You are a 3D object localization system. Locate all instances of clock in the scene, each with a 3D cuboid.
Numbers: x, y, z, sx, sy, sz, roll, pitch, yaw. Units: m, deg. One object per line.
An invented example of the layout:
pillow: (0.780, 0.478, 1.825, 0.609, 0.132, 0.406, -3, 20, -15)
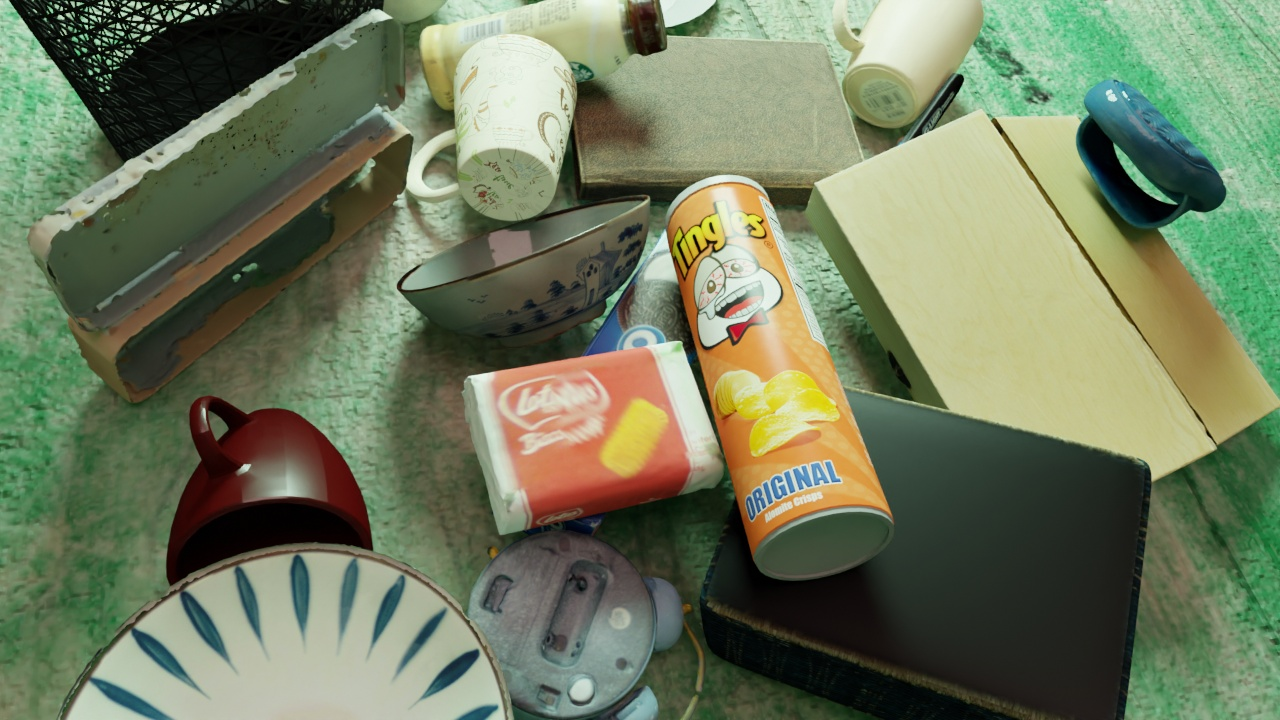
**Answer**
clock: (-0.027, 0.137, 0.445, 0.124, 0.052, 0.088, 21, 55, 0)

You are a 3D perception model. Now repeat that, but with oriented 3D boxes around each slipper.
slipper: (0.323, -0.133, 0.600, 0.213, 0.059, 0.103, -4, 57, -55)

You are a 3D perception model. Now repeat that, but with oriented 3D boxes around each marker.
marker: (0.204, -0.163, 0.676, 0.015, 0.018, 0.123, 27, 77, 42)

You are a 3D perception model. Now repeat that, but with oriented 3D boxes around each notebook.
notebook: (0.057, -0.158, 0.657, 0.215, 0.035, 0.189, -2, 60, -13)

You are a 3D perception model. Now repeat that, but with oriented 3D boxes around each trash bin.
trash bin: (-0.236, -0.217, 0.499, 0.217, 0.244, 0.216, 5, 62, -9)

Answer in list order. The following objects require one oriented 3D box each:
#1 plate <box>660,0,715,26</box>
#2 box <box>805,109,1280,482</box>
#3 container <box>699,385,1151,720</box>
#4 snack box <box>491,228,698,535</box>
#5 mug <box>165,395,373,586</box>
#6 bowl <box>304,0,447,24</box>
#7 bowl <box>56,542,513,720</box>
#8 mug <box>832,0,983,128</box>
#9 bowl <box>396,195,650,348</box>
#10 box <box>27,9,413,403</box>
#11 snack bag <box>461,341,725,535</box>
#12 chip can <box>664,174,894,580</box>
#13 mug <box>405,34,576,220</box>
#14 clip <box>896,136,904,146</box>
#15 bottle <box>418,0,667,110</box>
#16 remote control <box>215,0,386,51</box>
plate: (-0.019, -0.323, 0.753, 0.172, 0.019, 0.172, 5, 58, -9)
box: (0.267, -0.041, 0.588, 0.260, 0.097, 0.247, -18, 73, -28)
container: (0.139, 0.099, 0.455, 0.187, 0.071, 0.145, 14, 58, 20)
snack box: (-0.003, 0.003, 0.531, 0.059, 0.060, 0.225, 30, 57, 3)
mug: (-0.181, 0.056, 0.435, 0.087, 0.114, 0.088, -21, 42, -5)
bowl: (-0.196, -0.288, 0.663, 0.131, 0.065, 0.131, 8, 49, -9)
bowl: (-0.144, 0.173, 0.386, 0.177, 0.071, 0.177, 5, 57, -8)
mug: (0.194, -0.246, 0.704, 0.111, 0.085, 0.104, 39, 67, -17)
bowl: (-0.059, -0.045, 0.527, 0.150, 0.151, 0.057, -26, 108, -25)
box: (-0.203, -0.081, 0.487, 0.043, 0.149, 0.215, 42, 59, -1)
snack bag: (-0.023, 0.036, 0.450, 0.115, 0.036, 0.077, -10, 64, -18)
chip can: (0.061, -0.001, 0.457, 0.062, 0.062, 0.210, -2, 51, -13)
mug: (-0.100, -0.138, 0.587, 0.122, 0.081, 0.097, -15, 51, 17)
clip: (0.209, -0.147, 0.691, 0.035, 0.022, 0.057, -11, 56, -15)
bottle: (-0.064, -0.212, 0.619, 0.162, 0.056, 0.056, -9, 58, 10)
remote control: (-0.241, -0.236, 0.658, 0.124, 0.010, 0.039, 12, 57, -5)
